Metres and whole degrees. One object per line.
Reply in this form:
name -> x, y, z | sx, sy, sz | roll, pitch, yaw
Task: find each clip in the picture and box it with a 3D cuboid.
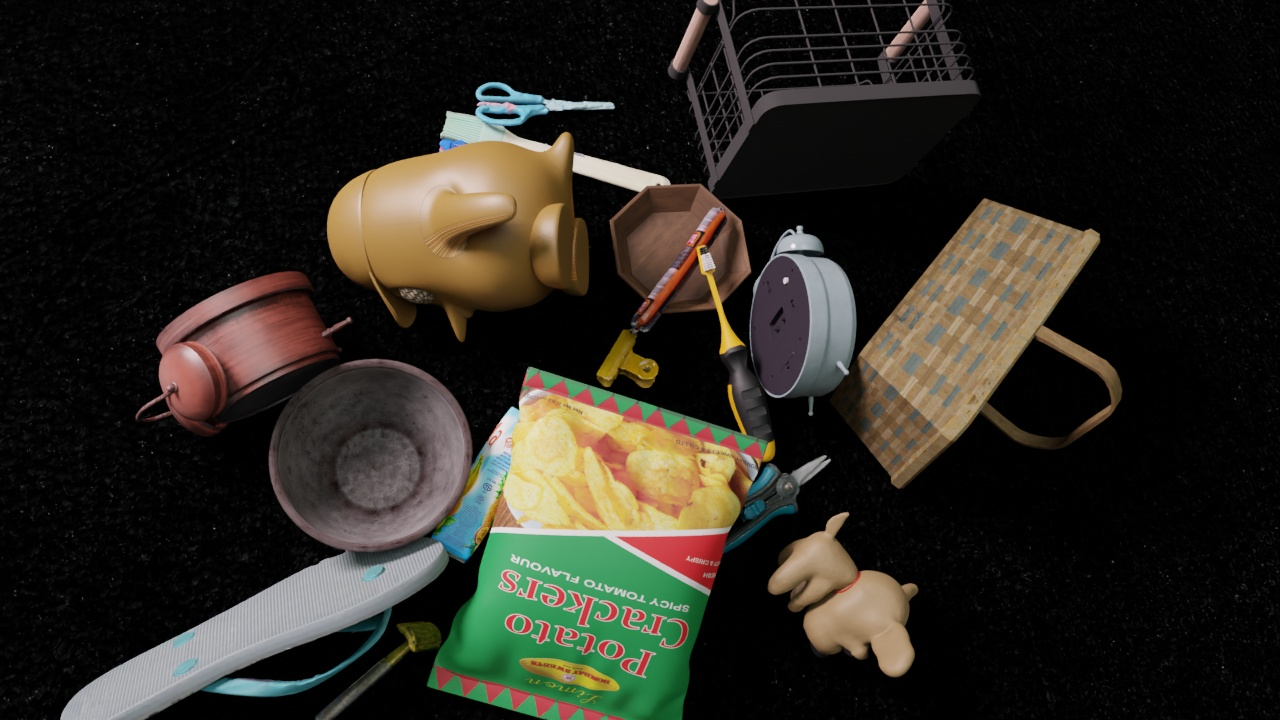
clip -> -0.006, 0.002, 0.793 | 0.047, 0.039, 0.052 | 28, 68, 6

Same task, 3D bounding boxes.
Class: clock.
clock -> 0.135, -0.040, 0.792 | 0.045, 0.123, 0.159 | 2, 59, -16
clock -> -0.302, 0.000, 0.688 | 0.157, 0.121, 0.072 | -30, 89, -27

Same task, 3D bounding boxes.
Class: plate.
plate -> 0.035, -0.099, 0.837 | 0.131, 0.025, 0.131 | 3, 72, -11

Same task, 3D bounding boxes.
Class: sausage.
sausage -> 0.036, -0.080, 0.806 | 0.020, 0.020, 0.155 | 35, 69, 0

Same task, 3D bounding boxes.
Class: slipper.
slipper -> -0.263, 0.202, 0.658 | 0.268, 0.098, 0.055 | -22, 112, -16

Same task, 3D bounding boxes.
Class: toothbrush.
toothbrush -> 0.081, -0.006, 0.800 | 0.031, 0.031, 0.196 | -17, 90, -13

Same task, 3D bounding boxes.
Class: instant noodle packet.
instant noodle packet -> -0.030, 0.154, 0.704 | 0.195, 0.090, 0.252 | 18, 88, -5

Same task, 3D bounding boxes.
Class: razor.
razor -> -0.197, 0.232, 0.674 | 0.106, 0.042, 0.026 | -41, 72, 2

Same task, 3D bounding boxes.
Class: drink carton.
drink carton -> -0.121, 0.098, 0.734 | 0.038, 0.044, 0.128 | 30, 70, -2

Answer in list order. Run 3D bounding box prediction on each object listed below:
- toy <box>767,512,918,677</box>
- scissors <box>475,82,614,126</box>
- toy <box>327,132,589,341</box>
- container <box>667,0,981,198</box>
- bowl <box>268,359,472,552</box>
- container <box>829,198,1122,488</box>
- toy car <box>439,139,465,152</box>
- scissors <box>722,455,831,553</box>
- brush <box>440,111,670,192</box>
toy -> 0.164, 0.190, 0.743 | 0.108, 0.134, 0.106 | 45, 112, 3
scissors -> -0.089, -0.241, 0.862 | 0.138, 0.015, 0.063 | -4, 51, -24
toy -> -0.152, -0.097, 0.740 | 0.203, 0.198, 0.162 | -1, 90, 7
container -> 0.165, -0.250, 0.835 | 0.241, 0.163, 0.130 | -8, 75, -16
bowl -> -0.205, 0.078, 0.709 | 0.145, 0.067, 0.144 | 3, 72, -11
container -> 0.309, 0.002, 0.799 | 0.186, 0.158, 0.249 | 38, 69, 13
toy car -> -0.161, -0.162, 0.818 | 0.092, 0.033, 0.062 | 25, 102, -12
scissors -> 0.105, 0.127, 0.786 | 0.129, 0.019, 0.137 | 18, 77, -15
brush -> -0.075, -0.188, 0.850 | 0.217, 0.012, 0.033 | 15, 70, -9
